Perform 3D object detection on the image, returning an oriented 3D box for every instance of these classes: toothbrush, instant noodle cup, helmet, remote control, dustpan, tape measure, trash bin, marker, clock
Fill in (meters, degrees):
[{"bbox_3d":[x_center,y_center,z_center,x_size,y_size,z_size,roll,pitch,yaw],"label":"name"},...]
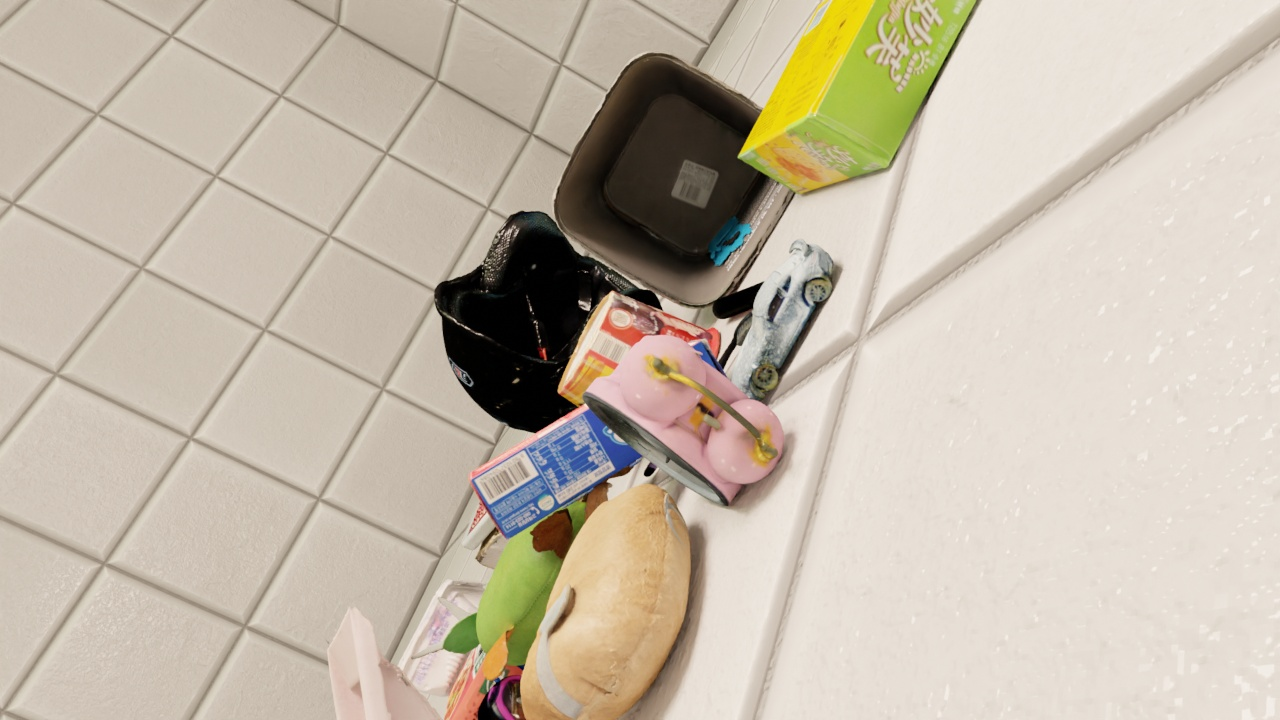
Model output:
[{"bbox_3d":[0.050,0.033,0.774,0.189,0.014,0.016,-58,22,26],"label":"toothbrush"},{"bbox_3d":[-0.214,0.333,1.078,0.138,0.060,0.173,-64,-14,-11],"label":"instant noodle cup"},{"bbox_3d":[-0.104,-0.025,1.048,0.233,0.274,0.231,40,130,41],"label":"helmet"},{"bbox_3d":[-0.161,0.159,0.985,0.136,0.020,0.055,-48,20,51],"label":"remote control"},{"bbox_3d":[-0.005,0.005,0.858,0.138,0.108,0.137,-59,10,16],"label":"instant noodle cup"},{"bbox_3d":[-0.163,0.306,0.564,0.138,0.273,0.223,-38,-7,-31],"label":"dustpan"},{"bbox_3d":[-0.099,0.280,0.729,0.039,0.057,0.057,-56,34,28],"label":"tape measure"},{"bbox_3d":[0.043,-0.186,0.953,0.199,0.198,0.219,-58,2,13],"label":"trash bin"},{"bbox_3d":[0.089,-0.050,0.781,0.022,0.020,0.132,-64,10,-9],"label":"marker"},{"bbox_3d":[0.029,0.035,0.574,0.059,0.117,0.159,-52,6,-10],"label":"clock"}]

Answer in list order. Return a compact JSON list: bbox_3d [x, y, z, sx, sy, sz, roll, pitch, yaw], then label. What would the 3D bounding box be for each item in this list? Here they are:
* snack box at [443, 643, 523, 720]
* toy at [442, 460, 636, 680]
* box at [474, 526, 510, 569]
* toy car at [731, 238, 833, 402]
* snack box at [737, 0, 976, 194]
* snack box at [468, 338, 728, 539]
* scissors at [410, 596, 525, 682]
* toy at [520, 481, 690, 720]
[{"bbox_3d":[-0.160,0.334,0.951,0.113,0.044,0.127,-62,9,2],"label":"snack box"},{"bbox_3d":[-0.082,0.186,0.808,0.247,0.090,0.226,-59,-5,36],"label":"toy"},{"bbox_3d":[-0.117,0.190,0.996,0.185,0.089,0.059,-42,25,55],"label":"box"},{"bbox_3d":[0.094,-0.026,0.638,0.121,0.037,0.054,-64,9,6],"label":"toy car"},{"bbox_3d":[0.162,-0.222,0.717,0.157,0.070,0.210,-62,9,1],"label":"snack box"},{"bbox_3d":[-0.029,0.058,0.707,0.207,0.057,0.058,-31,4,-9],"label":"snack box"},{"bbox_3d":[-0.147,0.268,0.913,0.162,0.012,0.176,-37,38,-14],"label":"scissors"},{"bbox_3d":[-0.017,0.142,0.614,0.144,0.082,0.225,-46,13,26],"label":"toy"}]
